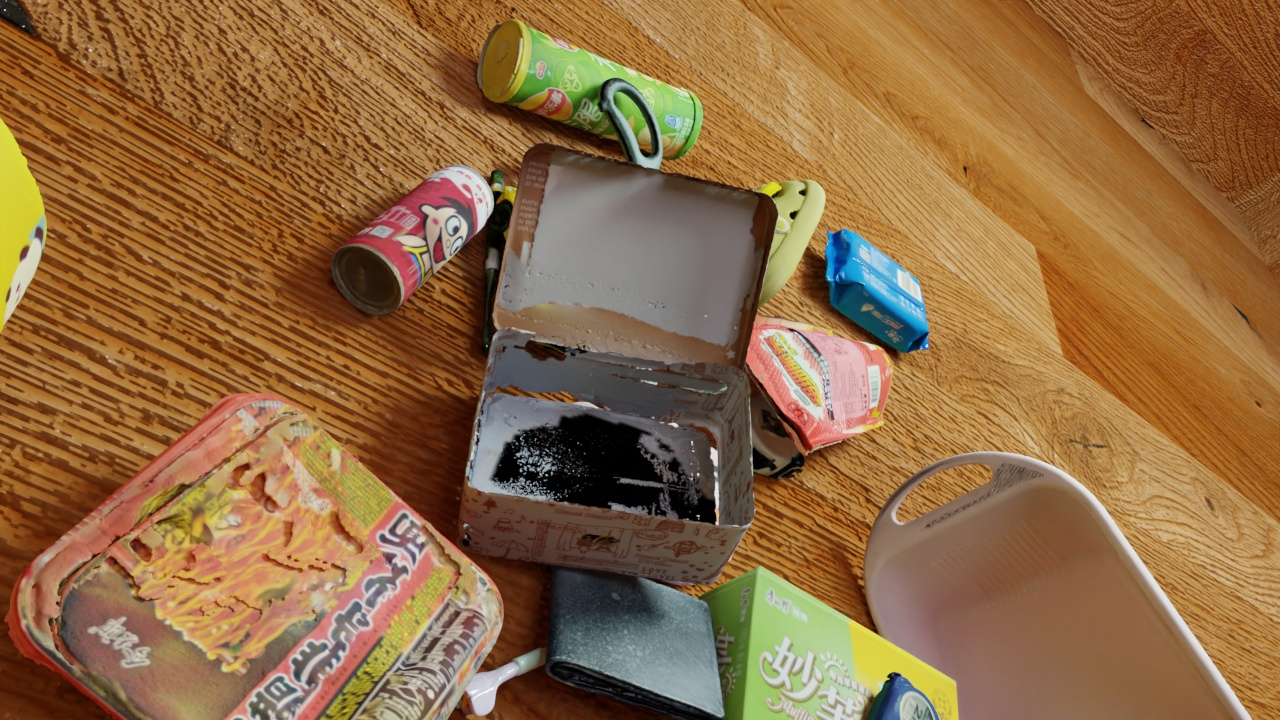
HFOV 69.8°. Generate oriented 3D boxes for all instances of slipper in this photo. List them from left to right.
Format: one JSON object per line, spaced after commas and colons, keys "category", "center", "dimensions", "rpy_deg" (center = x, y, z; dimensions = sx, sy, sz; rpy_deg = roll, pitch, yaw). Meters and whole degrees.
{"category": "slipper", "center": [0.122, -0.128, 0.907], "dimensions": [0.081, 0.092, 0.190], "rpy_deg": [38, 45, -12]}

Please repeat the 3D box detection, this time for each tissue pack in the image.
{"category": "tissue pack", "center": [0.258, -0.076, 1.019], "dimensions": [0.157, 0.052, 0.094], "rpy_deg": [31, 41, -22]}

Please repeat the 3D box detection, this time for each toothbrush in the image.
{"category": "toothbrush", "center": [-0.111, -0.081, 0.706], "dimensions": [0.012, 0.017, 0.185], "rpy_deg": [65, 17, -53]}
{"category": "toothbrush", "center": [-0.037, 0.177, 0.577], "dimensions": [0.029, 0.021, 0.188], "rpy_deg": [34, 28, 33]}

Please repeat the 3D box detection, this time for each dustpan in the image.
{"category": "dustpan", "center": [0.289, 0.216, 0.707], "dimensions": [0.139, 0.223, 0.272], "rpy_deg": [39, 27, -33]}

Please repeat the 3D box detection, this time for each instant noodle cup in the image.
{"category": "instant noodle cup", "center": [-0.176, 0.124, 0.440], "dimensions": [0.189, 0.079, 0.164], "rpy_deg": [45, 40, -8]}

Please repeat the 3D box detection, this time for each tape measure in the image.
{"category": "tape measure", "center": [0.106, 0.064, 0.785], "dimensions": [0.066, 0.034, 0.065], "rpy_deg": [20, 47, -32]}
{"category": "tape measure", "center": [0.173, 0.243, 0.606], "dimensions": [0.054, 0.025, 0.058], "rpy_deg": [50, 44, -4]}

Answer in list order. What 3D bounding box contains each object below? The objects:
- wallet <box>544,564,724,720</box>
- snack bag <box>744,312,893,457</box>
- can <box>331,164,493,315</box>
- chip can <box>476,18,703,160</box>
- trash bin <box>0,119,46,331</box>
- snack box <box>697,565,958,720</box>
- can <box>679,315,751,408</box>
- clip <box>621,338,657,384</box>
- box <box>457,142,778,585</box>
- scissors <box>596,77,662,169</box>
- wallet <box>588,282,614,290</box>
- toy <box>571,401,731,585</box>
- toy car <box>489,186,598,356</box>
{"category": "wallet", "center": [-0.003, 0.172, 0.577], "dimensions": [0.121, 0.019, 0.097], "rpy_deg": [25, 29, -16]}
{"category": "snack bag", "center": [0.154, 0.016, 0.807], "dimensions": [0.207, 0.073, 0.128], "rpy_deg": [-3, 63, -56]}
{"category": "can", "center": [-0.155, -0.088, 0.641], "dimensions": [0.053, 0.053, 0.132], "rpy_deg": [43, 40, -10]}
{"category": "chip can", "center": [-0.039, -0.247, 0.857], "dimensions": [0.221, 0.073, 0.072], "rpy_deg": [8, 55, -39]}
{"category": "trash bin", "center": [-0.340, 0.003, 0.279], "dimensions": [0.229, 0.230, 0.254], "rpy_deg": [29, 39, -24]}
{"category": "snack box", "center": [0.128, 0.260, 0.626], "dimensions": [0.210, 0.070, 0.157], "rpy_deg": [33, 43, -20]}
{"category": "can", "center": [0.056, -0.021, 0.784], "dimensions": [0.058, 0.058, 0.146], "rpy_deg": [18, 50, -33]}
{"category": "clip", "center": [-0.003, 0.004, 0.741], "dimensions": [0.024, 0.030, 0.057], "rpy_deg": [20, 42, -34]}
{"category": "box", "center": [-0.013, 0.002, 0.604], "dimensions": [0.178, 0.124, 0.273], "rpy_deg": [10, 72, -9]}
{"category": "scissors", "center": [-0.017, -0.174, 0.816], "dimensions": [0.172, 0.019, 0.179], "rpy_deg": [24, 77, -29]}
{"category": "wallet", "center": [-0.011, -0.092, 0.769], "dimensions": [0.122, 0.020, 0.096], "rpy_deg": [-14, 67, -17]}
{"category": "toy", "center": [0.011, 0.085, 0.669], "dimensions": [0.159, 0.054, 0.121], "rpy_deg": [51, 42, 12]}
{"category": "toy car", "center": [-0.073, -0.071, 0.701], "dimensions": [0.071, 0.041, 0.155], "rpy_deg": [21, 45, -55]}
